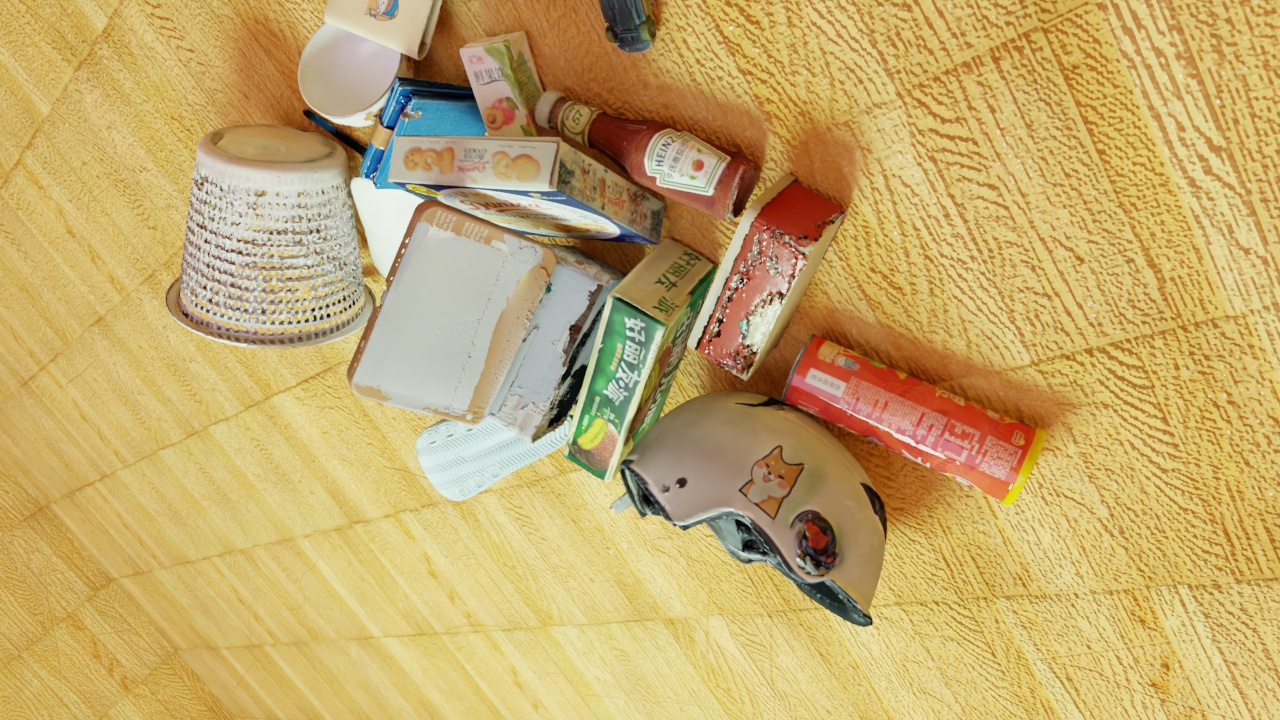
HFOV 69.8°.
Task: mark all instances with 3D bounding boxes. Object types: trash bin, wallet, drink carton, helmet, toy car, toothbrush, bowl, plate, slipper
[{"bbox_3d":[-0.407,-0.148,1.020,0.227,0.226,0.192,23,120,19],"label":"trash bin"},{"bbox_3d":[-0.235,-0.338,0.848,0.115,0.024,0.087,26,102,20],"label":"wallet"},{"bbox_3d":[-0.117,-0.238,0.850,0.054,0.045,0.122,1,124,29],"label":"drink carton"},{"bbox_3d":[0.122,0.122,0.874,0.274,0.156,0.230,27,170,0],"label":"helmet"},{"bbox_3d":[-0.011,-0.294,0.740,0.042,0.035,0.090,9,133,31],"label":"toy car"},{"bbox_3d":[-0.301,-0.227,1.008,0.189,0.016,0.014,34,128,10],"label":"toothbrush"},{"bbox_3d":[-0.269,-0.277,0.899,0.113,0.113,0.062,21,174,20],"label":"bowl"},{"bbox_3d":[-0.208,-0.217,0.897,0.133,0.106,0.040,-48,55,46],"label":"wallet"},{"bbox_3d":[-0.237,-0.129,1.011,0.164,0.034,0.164,24,144,19],"label":"plate"},{"bbox_3d":[-0.178,0.092,1.132,0.246,0.074,0.104,-25,105,27],"label":"slipper"}]

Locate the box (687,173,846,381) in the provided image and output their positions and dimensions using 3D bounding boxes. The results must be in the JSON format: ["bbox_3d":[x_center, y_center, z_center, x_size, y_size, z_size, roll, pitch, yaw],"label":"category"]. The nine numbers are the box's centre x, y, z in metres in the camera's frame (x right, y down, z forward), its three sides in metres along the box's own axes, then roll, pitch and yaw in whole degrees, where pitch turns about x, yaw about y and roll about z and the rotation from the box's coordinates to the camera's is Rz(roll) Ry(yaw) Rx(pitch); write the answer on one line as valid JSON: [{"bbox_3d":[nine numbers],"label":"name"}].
[{"bbox_3d":[0.113,-0.063,0.792,0.079,0.091,0.169,34,136,13],"label":"box"}]

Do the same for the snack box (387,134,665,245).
[{"bbox_3d":[-0.098,-0.150,0.821,0.178,0.182,0.045,9,87,30],"label":"snack box"}]

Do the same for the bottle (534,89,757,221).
[{"bbox_3d":[0.000,-0.185,0.799,0.206,0.059,0.060,27,134,16],"label":"bottle"}]

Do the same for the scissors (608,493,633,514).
[{"bbox_3d":[0.003,0.142,1.086,0.175,0.014,0.136,2,125,37],"label":"scissors"}]

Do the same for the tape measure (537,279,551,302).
[{"bbox_3d":[-0.110,-0.079,0.982,0.058,0.025,0.055,30,136,11],"label":"tape measure"}]

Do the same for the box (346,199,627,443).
[{"bbox_3d":[-0.118,-0.026,0.838,0.126,0.273,0.179,33,102,31],"label":"box"}]

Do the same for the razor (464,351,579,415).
[{"bbox_3d":[-0.128,0.030,1.036,0.168,0.062,0.068,17,108,24],"label":"razor"}]

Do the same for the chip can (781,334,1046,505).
[{"bbox_3d":[0.236,0.050,0.808,0.217,0.073,0.073,24,133,17],"label":"chip can"}]

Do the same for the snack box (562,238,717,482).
[{"bbox_3d":[-0.005,0.005,0.910,0.063,0.114,0.241,30,135,11],"label":"snack box"}]
